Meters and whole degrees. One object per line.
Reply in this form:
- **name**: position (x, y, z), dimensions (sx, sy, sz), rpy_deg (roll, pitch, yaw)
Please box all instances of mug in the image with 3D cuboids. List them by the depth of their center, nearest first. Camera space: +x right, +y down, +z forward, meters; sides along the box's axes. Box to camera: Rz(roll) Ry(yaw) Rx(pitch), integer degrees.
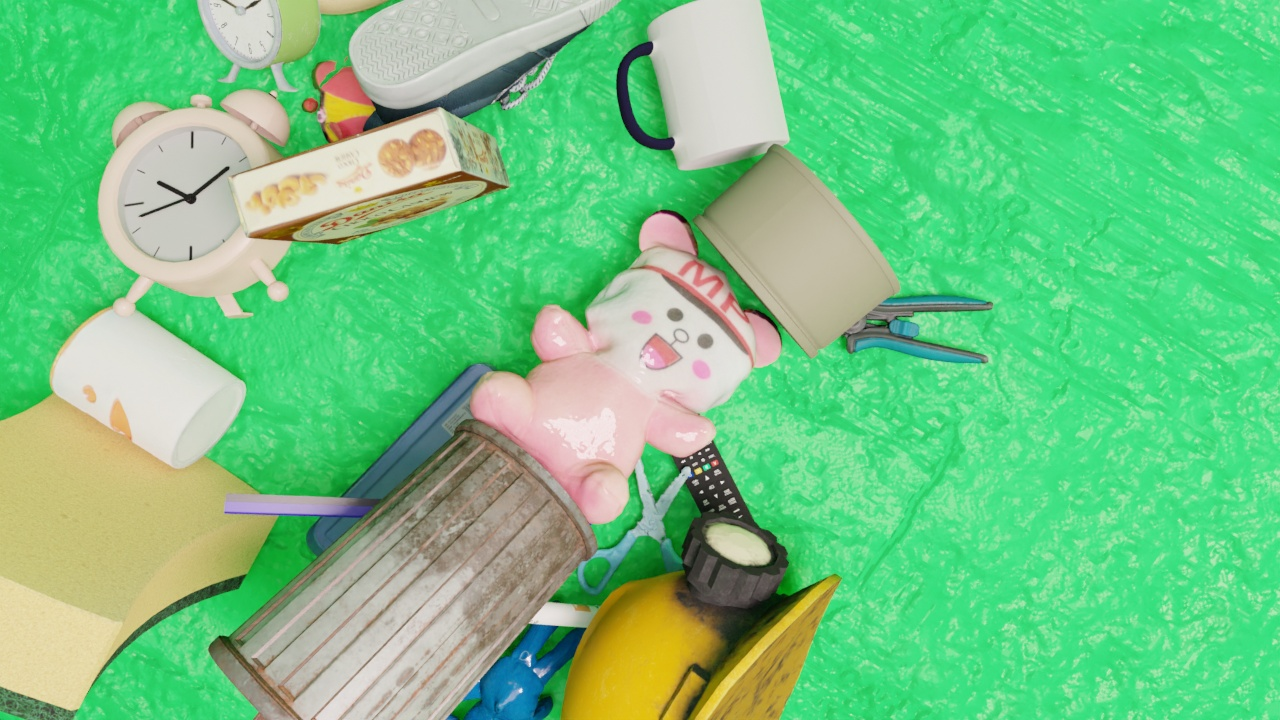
- **mug**: position (0.038, -0.184, 0.624), dimensions (0.111, 0.079, 0.097), rpy_deg (-14, 95, -16)
- **mug**: position (-0.367, 0.020, 0.688), dimensions (0.105, 0.082, 0.082), rpy_deg (33, 98, 1)

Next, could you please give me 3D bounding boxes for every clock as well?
- **clock**: position (-0.273, -0.258, 0.651), dimensions (0.094, 0.042, 0.119), rpy_deg (15, 123, 22)
- **clock**: position (-0.320, -0.115, 0.680), dimensions (0.131, 0.086, 0.160), rpy_deg (-6, 86, 5)

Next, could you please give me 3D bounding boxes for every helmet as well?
- **helmet**: position (0.019, 0.223, 0.630), dimensions (0.131, 0.204, 0.256), rpy_deg (30, 115, 26)

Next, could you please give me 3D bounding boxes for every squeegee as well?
- **squeegee**: position (-0.164, 0.191, 0.645), dimensions (0.249, 0.055, 0.185), rpy_deg (5, 103, -16)

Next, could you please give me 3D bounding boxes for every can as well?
- **can**: position (0.102, -0.071, 0.611), dimensions (0.073, 0.127, 0.128), rpy_deg (-41, 91, 8)

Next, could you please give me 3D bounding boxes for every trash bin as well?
- **trash bin**: position (-0.141, 0.151, 0.550), dimensions (0.131, 0.131, 0.210), rpy_deg (45, 65, 0)

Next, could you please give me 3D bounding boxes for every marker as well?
- **marker**: position (-0.056, 0.185, 0.667), dimensions (0.145, 0.017, 0.017), rpy_deg (16, 99, -34)

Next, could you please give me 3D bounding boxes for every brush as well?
- **brush**: position (-0.387, 0.115, 0.615), dimensions (0.195, 0.250, 0.075), rpy_deg (30, 97, -2)

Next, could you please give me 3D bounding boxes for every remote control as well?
- **remote control**: position (0.061, 0.108, 0.690), dimensions (0.033, 0.015, 0.147), rpy_deg (-27, 93, 7)

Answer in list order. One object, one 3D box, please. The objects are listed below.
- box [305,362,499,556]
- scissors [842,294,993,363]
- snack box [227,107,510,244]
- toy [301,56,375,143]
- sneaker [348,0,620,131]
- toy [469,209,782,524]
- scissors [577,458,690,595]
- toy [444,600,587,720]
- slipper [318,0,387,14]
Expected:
- **box**: position (-0.170, 0.096, 0.681), dimensions (0.072, 0.079, 0.210), rpy_deg (45, 98, -3)
- **scissors**: position (0.181, -0.023, 0.661), dimensions (0.131, 0.019, 0.149), rpy_deg (-39, 82, 4)
- **snack box**: position (-0.175, -0.120, 0.623), dimensions (0.143, 0.147, 0.041), rpy_deg (-16, 94, 6)
- **toy**: position (-0.196, -0.186, 0.672), dimensions (0.103, 0.046, 0.084), rpy_deg (-22, 80, 2)
- **sneaker**: position (-0.093, -0.226, 0.638), dimensions (0.235, 0.087, 0.089), rpy_deg (-34, 71, -13)
- **toy**: position (-0.004, 0.004, 0.623), dimensions (0.142, 0.084, 0.212), rpy_deg (42, 67, 3)
- **scissors**: position (-0.004, 0.138, 0.698), dimensions (0.120, 0.015, 0.138), rpy_deg (-12, 98, 11)
- **toy**: position (-0.101, 0.267, 0.698), dimensions (0.113, 0.071, 0.176), rpy_deg (40, 98, 11)
- **slipper**: position (-0.162, -0.328, 0.637), dimensions (0.261, 0.079, 0.111), rpy_deg (-21, 97, 7)
